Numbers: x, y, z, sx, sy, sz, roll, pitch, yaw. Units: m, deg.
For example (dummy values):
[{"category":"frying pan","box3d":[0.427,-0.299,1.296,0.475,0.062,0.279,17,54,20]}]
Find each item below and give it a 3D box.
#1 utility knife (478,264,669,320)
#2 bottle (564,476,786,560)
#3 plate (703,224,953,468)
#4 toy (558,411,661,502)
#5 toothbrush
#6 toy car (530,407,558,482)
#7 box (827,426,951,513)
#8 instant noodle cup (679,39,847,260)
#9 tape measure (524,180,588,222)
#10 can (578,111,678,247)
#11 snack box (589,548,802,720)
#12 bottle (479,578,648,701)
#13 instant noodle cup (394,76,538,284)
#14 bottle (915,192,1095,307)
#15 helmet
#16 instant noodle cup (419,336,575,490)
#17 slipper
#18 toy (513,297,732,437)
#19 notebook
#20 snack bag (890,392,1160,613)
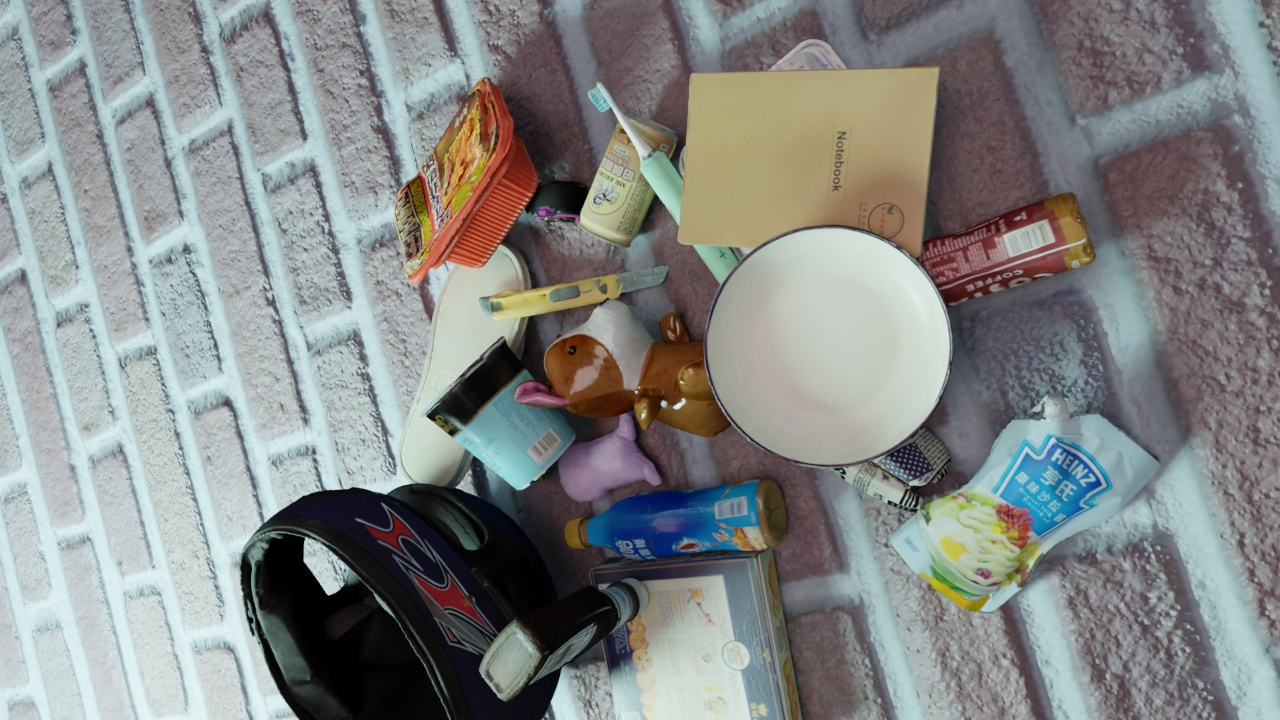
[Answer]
[{"category":"utility knife","box3d":[-0.067,-0.067,0.906,0.198,0.021,0.031,-9,87,8]},{"category":"bottle","box3d":[0.026,0.155,0.867,0.219,0.065,0.065,-13,88,28]},{"category":"plate","box3d":[0.148,-0.011,0.734,0.192,0.039,0.192,2,97,14]},{"category":"toy","box3d":[-0.039,0.101,0.911,0.108,0.038,0.084,-26,82,29]},{"category":"toothbrush","box3d":[0.027,-0.153,0.820,0.027,0.026,0.224,-35,99,7]},{"category":"toy car","box3d":[-0.108,0.080,0.947,0.043,0.036,0.091,12,97,25]},{"category":"box","box3d":[0.185,0.057,0.783,0.163,0.076,0.087,36,89,24]},{"category":"instant noodle cup","box3d":[0.116,-0.182,0.796,0.174,0.060,0.138,-37,77,24]},{"category":"tape measure","box3d":[-0.080,-0.154,0.901,0.058,0.057,0.039,1,93,50]},{"category":"can","box3d":[-0.012,-0.170,0.864,0.058,0.058,0.116,31,107,22]},{"category":"snack box","box3d":[0.051,0.275,0.874,0.183,0.045,0.178,-11,88,28]},{"category":"bottle","box3d":[-0.054,0.228,0.791,0.044,0.194,0.080,44,112,20]},{"category":"instant noodle cup","box3d":[-0.168,-0.173,0.908,0.189,0.079,0.164,-52,35,22]},{"category":"bottle","box3d":[0.261,-0.077,0.729,0.175,0.057,0.057,-18,85,28]},{"category":"helmet","box3d":[-0.208,0.238,0.889,0.248,0.239,0.315,-22,100,27]},{"category":"instant noodle cup","box3d":[-0.129,0.057,0.878,0.111,0.111,0.120,-41,97,24]},{"category":"slipper","box3d":[-0.180,0.009,0.967,0.114,0.054,0.274,19,93,21]},{"category":"toy","box3d":[-0.005,0.005,0.835,0.200,0.139,0.130,1,112,24]},{"category":"notebook","box3d":[0.131,-0.163,0.751,0.208,0.008,0.148,7,98,26]},{"category":"snack bag","box3d":[0.300,0.115,0.725,0.110,0.038,0.191,40,113,2]}]
